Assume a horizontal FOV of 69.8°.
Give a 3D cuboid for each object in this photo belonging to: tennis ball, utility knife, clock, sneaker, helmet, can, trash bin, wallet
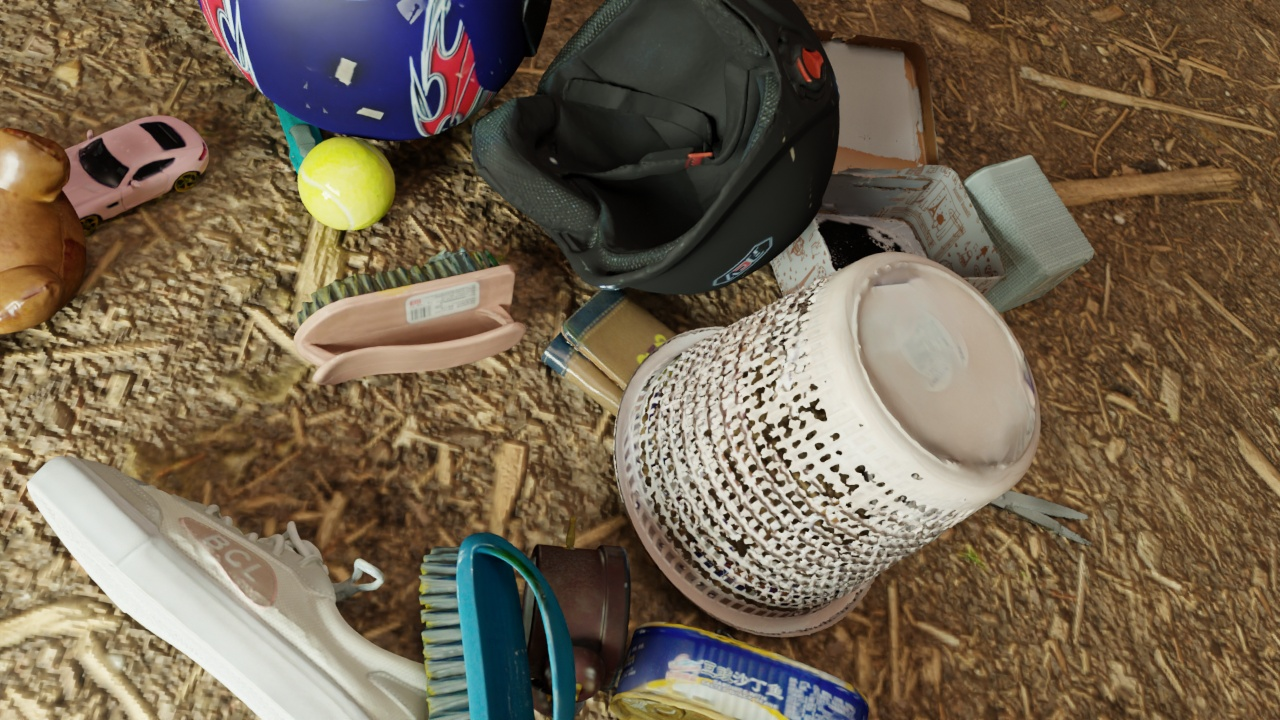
[{"bbox_3d":[-0.206,-0.124,0.645,0.065,0.066,0.065,10,56,-16],"label":"tennis ball"},{"bbox_3d":[-0.264,-0.189,0.695,0.029,0.013,0.151,-14,66,-31],"label":"utility knife"},{"bbox_3d":[-0.039,0.157,0.525,0.055,0.082,0.121,9,56,-11],"label":"clock"},{"bbox_3d":[-0.203,0.116,0.481,0.242,0.090,0.090,38,51,4],"label":"sneaker"},{"bbox_3d":[-0.177,-0.285,0.604,0.247,0.316,0.240,8,70,-9],"label":"helmet"},{"bbox_3d":[0.059,0.202,0.535,0.148,0.075,0.049,18,52,3],"label":"can"},{"bbox_3d":[0.124,0.041,0.575,0.227,0.193,0.227,13,59,-24],"label":"trash bin"},{"bbox_3d":[0.032,-0.163,0.663,0.230,0.234,0.274,17,49,-40],"label":"helmet"},{"bbox_3d":[-0.004,0.004,0.668,0.115,0.033,0.090,40,53,1],"label":"wallet"}]

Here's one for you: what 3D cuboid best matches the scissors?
[{"bbox_3d":[0.279,0.112,0.725,0.155,0.014,0.168,-29,76,-35],"label":"scissors"}]

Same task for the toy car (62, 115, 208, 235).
[{"bbox_3d":[-0.349,-0.126,0.609,0.056,0.037,0.122,43,55,10],"label":"toy car"}]

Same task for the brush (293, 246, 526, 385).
[{"bbox_3d":[-0.152,-0.025,0.605,0.145,0.063,0.073,-15,56,-28],"label":"brush"}]

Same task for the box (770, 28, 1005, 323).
[{"bbox_3d":[0.193,-0.162,0.802,0.178,0.105,0.260,-2,61,-23],"label":"box"}]

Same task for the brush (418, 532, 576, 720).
[{"bbox_3d":[-0.069,0.157,0.464,0.074,0.055,0.143,-16,70,14],"label":"brush"}]

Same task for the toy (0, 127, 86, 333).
[{"bbox_3d":[-0.418,-0.062,0.496,0.199,0.131,0.140,-2,80,-14],"label":"toy"}]

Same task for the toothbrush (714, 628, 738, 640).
[{"bbox_3d":[0.116,0.233,0.580,0.181,0.016,0.018,42,48,6],"label":"toothbrush"}]

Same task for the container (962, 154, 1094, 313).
[{"bbox_3d":[0.338,-0.112,0.841,0.090,0.090,0.111,-19,72,-30],"label":"container"}]
